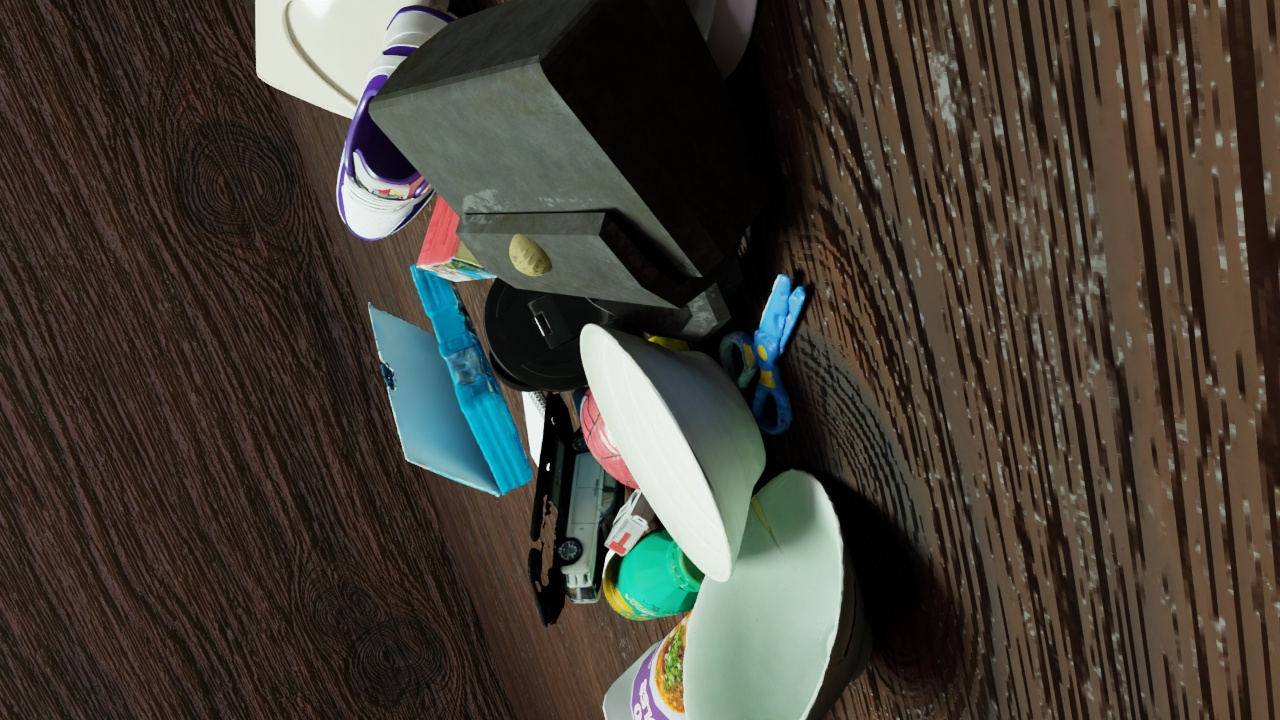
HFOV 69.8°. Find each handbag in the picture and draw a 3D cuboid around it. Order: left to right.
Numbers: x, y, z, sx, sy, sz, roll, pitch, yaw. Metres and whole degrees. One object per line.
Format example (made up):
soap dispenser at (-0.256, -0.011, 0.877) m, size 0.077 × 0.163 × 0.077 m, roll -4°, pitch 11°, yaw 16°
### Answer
handbag at (-0.212, -0.278, 0.763) m, size 0.198 × 0.101 × 0.195 m, roll 28°, pitch 140°, yaw -2°
handbag at (-0.030, -0.082, 0.488) m, size 0.198 × 0.102 × 0.199 m, roll 11°, pitch 148°, yaw 52°

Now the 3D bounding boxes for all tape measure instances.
tape measure at (-0.005, 0.123, 0.733) m, size 0.020 × 0.060 × 0.062 m, roll 33°, pitch 129°, yaw -2°

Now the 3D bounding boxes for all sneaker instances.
sneaker at (-0.203, -0.160, 0.755) m, size 0.245 × 0.091 × 0.111 m, roll 127°, pitch 154°, yaw -48°

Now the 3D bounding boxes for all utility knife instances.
utility knife at (-0.004, 0.004, 0.693) m, size 0.029 × 0.020 × 0.188 m, roll 69°, pitch 161°, yaw 1°

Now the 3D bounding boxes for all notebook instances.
notebook at (-0.078, 0.146, 1.042) m, size 0.245 × 0.013 × 0.178 m, roll 54°, pitch 157°, yaw 33°

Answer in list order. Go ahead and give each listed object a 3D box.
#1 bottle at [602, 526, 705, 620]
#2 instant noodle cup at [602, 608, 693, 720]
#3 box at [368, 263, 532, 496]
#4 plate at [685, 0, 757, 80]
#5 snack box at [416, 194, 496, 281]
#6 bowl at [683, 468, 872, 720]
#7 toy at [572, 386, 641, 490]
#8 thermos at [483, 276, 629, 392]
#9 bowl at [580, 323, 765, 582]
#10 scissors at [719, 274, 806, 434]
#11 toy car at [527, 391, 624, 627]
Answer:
bottle at (0.022, 0.166, 0.722) m, size 0.068 × 0.068 × 0.210 m, roll 64°, pitch 160°, yaw 10°
instant noodle cup at (0.052, 0.221, 0.638) m, size 0.122 × 0.136 × 0.121 m, roll 107°, pitch 164°, yaw -47°
box at (-0.166, 0.013, 0.758) m, size 0.243 × 0.085 × 0.092 m, roll -124°, pitch 14°, yaw -52°
plate at (0.008, -0.207, 0.440) m, size 0.157 × 0.014 × 0.157 m, roll 53°, pitch 156°, yaw 36°
snack box at (-0.123, -0.135, 0.705) m, size 0.145 × 0.040 × 0.142 m, roll 9°, pitch 81°, yaw 67°
bowl at (0.092, 0.153, 0.521) m, size 0.174 × 0.068 × 0.174 m, roll -159°, pitch 91°, yaw -76°
toy at (-0.015, 0.055, 0.707) m, size 0.092 × 0.062 × 0.133 m, roll 62°, pitch 164°, yaw -10°
thermos at (-0.081, -0.019, 0.757) m, size 0.106 × 0.105 × 0.219 m, roll 67°, pitch 165°, yaw 1°
bowl at (0.030, 0.045, 0.568) m, size 0.176 × 0.057 × 0.177 m, roll 55°, pitch 164°, yaw 24°
scissors at (0.072, -0.002, 0.498) m, size 0.070 × 0.022 × 0.131 m, roll 61°, pitch 156°, yaw 21°
toy car at (-0.051, 0.123, 0.793) m, size 0.094 × 0.071 × 0.191 m, roll 81°, pitch -171°, yaw -46°
